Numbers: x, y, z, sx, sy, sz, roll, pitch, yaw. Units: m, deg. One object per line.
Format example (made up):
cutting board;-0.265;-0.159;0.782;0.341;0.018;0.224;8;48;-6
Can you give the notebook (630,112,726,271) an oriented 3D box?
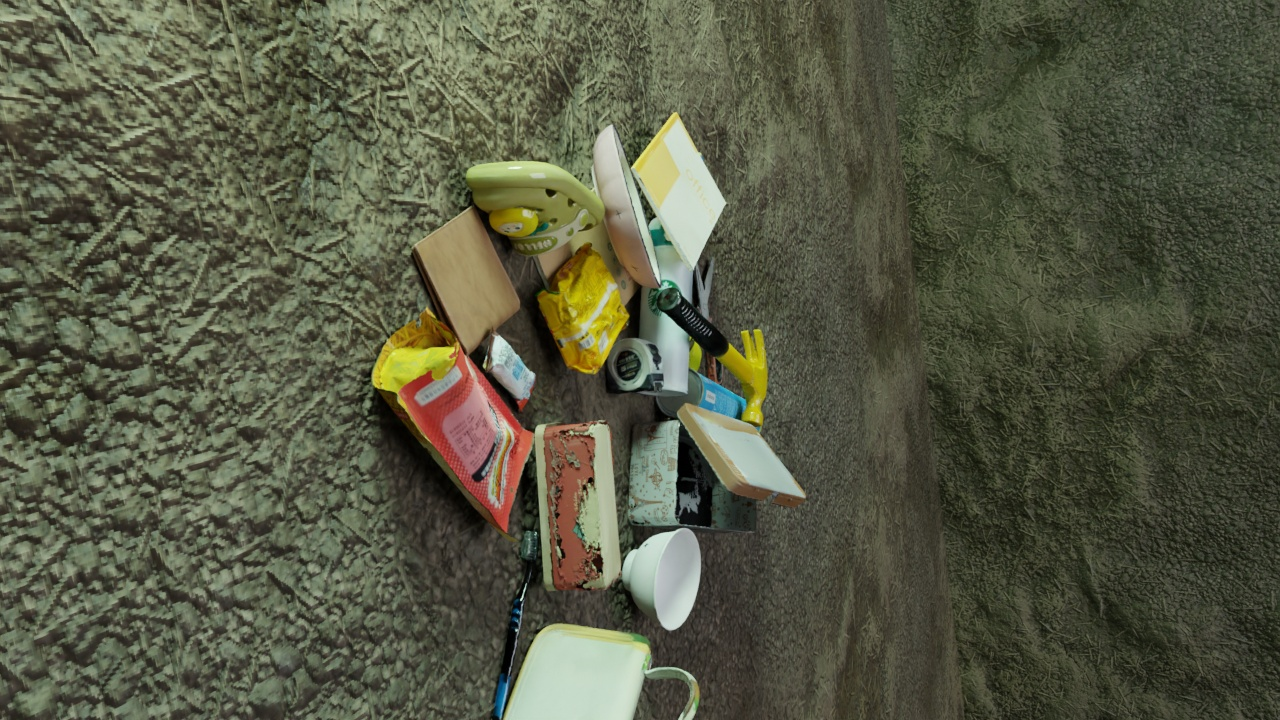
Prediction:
notebook;0.053;-0.218;1.164;0.146;0.010;0.205;58;30;-20

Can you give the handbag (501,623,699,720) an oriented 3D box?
handbag;-0.035;0.337;0.860;0.163;0.179;0.063;-69;148;-43

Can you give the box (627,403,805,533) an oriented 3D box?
box;0.106;0.137;1.137;0.181;0.167;0.150;17;72;-48

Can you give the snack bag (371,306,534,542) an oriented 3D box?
snack bag;-0.151;0.058;0.814;0.208;0.073;0.128;63;21;-44

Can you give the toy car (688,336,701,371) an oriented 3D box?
toy car;0.054;-0.026;1.227;0.105;0.032;0.048;58;47;-29

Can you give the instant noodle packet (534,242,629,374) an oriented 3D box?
instant noodle packet;-0.062;-0.055;0.996;0.111;0.044;0.128;64;30;-22

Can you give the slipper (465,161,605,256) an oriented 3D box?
slipper;-0.097;-0.145;0.919;0.190;0.092;0.081;10;79;-65

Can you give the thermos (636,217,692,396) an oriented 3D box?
thermos;0.032;-0.069;1.157;0.073;0.073;0.224;19;72;-60

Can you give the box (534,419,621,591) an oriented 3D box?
box;-0.055;0.146;0.938;0.091;0.078;0.168;5;81;-78

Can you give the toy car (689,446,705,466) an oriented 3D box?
toy car;0.085;0.130;1.272;0.091;0.036;0.043;19;71;-51

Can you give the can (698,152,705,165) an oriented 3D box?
can;0.063;-0.231;1.270;0.101;0.057;0.083;-53;129;-52

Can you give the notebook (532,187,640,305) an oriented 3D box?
notebook;-0.056;-0.111;1.076;0.207;0.008;0.148;-56;133;-51

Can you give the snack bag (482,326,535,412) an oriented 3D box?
snack bag;-0.128;0.011;0.890;0.104;0.026;0.048;55;38;-58

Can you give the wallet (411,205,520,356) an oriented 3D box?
wallet;-0.162;-0.075;0.858;0.101;0.020;0.115;-51;127;-52

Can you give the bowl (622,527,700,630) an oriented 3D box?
bowl;0.018;0.253;1.088;0.118;0.065;0.118;-11;103;-59

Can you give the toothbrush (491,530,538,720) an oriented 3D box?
toothbrush;-0.122;0.255;0.883;0.016;0.014;0.189;43;50;-51

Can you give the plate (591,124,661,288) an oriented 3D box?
plate;-0.020;-0.171;1.056;0.192;0.039;0.192;-15;89;-84

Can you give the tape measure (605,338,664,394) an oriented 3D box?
tape measure;-0.006;0.006;1.087;0.033;0.066;0.066;3;84;-61

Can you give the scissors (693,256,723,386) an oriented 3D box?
scissors;0.092;-0.056;1.338;0.189;0.015;0.224;60;37;-38

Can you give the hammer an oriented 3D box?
hammer;0.100;-0.017;1.174;0.300;0.033;0.128;38;54;-54

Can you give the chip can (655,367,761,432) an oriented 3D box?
chip can;0.098;0.067;1.273;0.210;0.071;0.071;28;61;-57
